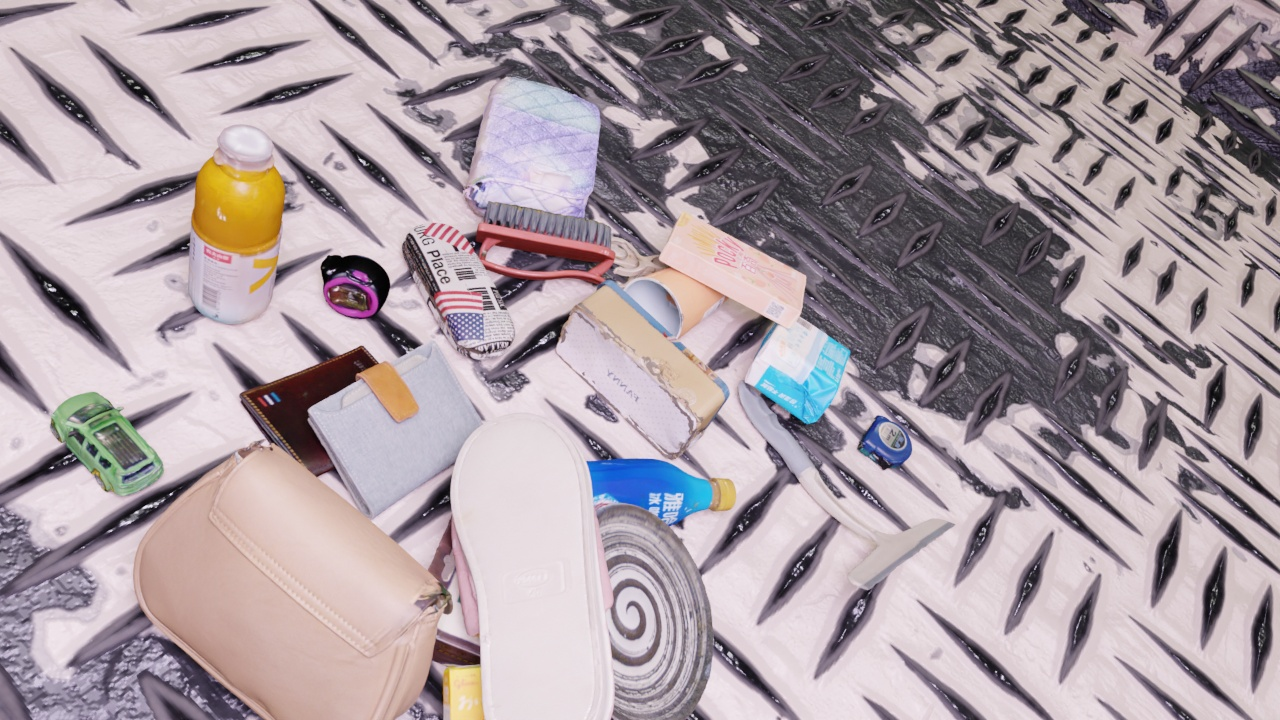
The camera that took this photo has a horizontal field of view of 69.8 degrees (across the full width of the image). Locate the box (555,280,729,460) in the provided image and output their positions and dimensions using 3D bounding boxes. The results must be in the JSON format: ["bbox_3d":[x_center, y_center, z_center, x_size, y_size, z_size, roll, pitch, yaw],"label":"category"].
[{"bbox_3d":[-0.005,0.005,0.885,0.184,0.090,0.059,46,53,11],"label":"box"}]

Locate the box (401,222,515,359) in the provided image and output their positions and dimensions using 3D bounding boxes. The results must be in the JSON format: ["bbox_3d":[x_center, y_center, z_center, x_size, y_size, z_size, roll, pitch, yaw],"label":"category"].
[{"bbox_3d":[-0.179,-0.067,0.893,0.070,0.058,0.164,-21,63,-20],"label":"box"}]

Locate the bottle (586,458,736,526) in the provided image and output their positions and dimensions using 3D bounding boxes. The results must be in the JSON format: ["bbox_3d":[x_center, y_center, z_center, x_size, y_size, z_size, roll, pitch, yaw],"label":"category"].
[{"bbox_3d":[-0.016,0.116,0.802,0.218,0.065,0.065,3,52,-25],"label":"bottle"}]

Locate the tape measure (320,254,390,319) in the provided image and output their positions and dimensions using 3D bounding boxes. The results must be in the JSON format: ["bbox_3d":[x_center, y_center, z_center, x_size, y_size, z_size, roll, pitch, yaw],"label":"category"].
[{"bbox_3d":[-0.259,-0.065,0.832,0.058,0.057,0.039,9,45,0],"label":"tape measure"}]

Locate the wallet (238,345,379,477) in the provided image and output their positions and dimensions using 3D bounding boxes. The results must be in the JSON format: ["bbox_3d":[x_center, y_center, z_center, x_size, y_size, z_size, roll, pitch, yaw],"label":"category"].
[{"bbox_3d":[-0.257,0.042,0.773,0.096,0.020,0.122,47,45,15],"label":"wallet"}]

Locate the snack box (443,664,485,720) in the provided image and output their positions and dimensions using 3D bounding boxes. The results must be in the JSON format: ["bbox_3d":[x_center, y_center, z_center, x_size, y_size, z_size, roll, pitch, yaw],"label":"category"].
[{"bbox_3d":[-0.088,0.278,0.622,0.086,0.034,0.140,3,69,-21],"label":"snack box"}]

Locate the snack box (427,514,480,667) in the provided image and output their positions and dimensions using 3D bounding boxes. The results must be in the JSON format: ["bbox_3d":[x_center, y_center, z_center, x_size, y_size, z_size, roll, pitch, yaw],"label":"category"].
[{"bbox_3d":[-0.106,0.184,0.708,0.125,0.053,0.113,24,46,-7],"label":"snack box"}]

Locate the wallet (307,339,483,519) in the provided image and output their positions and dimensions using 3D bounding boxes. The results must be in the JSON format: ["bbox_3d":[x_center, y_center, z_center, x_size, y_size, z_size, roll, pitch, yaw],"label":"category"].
[{"bbox_3d":[-0.197,0.052,0.759,0.129,0.037,0.106,-35,102,-42],"label":"wallet"}]

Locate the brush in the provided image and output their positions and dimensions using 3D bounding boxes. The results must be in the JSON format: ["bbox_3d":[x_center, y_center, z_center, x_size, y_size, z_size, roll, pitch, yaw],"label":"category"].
[{"bbox_3d":[-0.098,-0.116,0.953,0.145,0.063,0.069,9,85,-12],"label":"brush"}]

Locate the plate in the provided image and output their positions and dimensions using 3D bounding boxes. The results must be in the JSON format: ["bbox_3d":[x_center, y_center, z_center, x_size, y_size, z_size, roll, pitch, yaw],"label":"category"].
[{"bbox_3d":[-0.005,0.204,0.732,0.179,0.024,0.179,28,49,-38],"label":"plate"}]

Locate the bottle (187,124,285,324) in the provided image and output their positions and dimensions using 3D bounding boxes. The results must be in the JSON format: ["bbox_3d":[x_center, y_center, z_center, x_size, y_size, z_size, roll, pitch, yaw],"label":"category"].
[{"bbox_3d":[-0.325,-0.107,0.739,0.068,0.190,0.067,15,49,-18],"label":"bottle"}]

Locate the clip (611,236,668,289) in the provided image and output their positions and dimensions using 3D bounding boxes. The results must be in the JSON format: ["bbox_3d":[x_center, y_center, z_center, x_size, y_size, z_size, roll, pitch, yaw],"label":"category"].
[{"bbox_3d":[-0.005,-0.096,1.010,0.103,0.035,0.092,21,42,-22],"label":"clip"}]

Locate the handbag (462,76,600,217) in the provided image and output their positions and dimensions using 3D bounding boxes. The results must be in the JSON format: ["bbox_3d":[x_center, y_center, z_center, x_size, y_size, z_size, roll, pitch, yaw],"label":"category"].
[{"bbox_3d":[-0.119,-0.230,1.033,0.134,0.076,0.193,14,47,-12],"label":"handbag"}]

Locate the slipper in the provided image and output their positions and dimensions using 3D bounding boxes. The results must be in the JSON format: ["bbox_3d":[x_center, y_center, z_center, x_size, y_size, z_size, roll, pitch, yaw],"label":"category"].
[{"bbox_3d":[-0.075,0.151,0.649,0.114,0.054,0.274,-18,48,0],"label":"slipper"}]

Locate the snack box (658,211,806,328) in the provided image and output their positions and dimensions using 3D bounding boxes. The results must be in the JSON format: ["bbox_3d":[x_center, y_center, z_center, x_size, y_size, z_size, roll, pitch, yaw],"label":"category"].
[{"bbox_3d":[0.101,-0.098,0.978,0.157,0.026,0.084,28,34,-4],"label":"snack box"}]

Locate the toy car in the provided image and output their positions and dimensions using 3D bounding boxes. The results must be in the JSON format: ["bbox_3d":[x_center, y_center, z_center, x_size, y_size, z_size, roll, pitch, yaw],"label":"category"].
[{"bbox_3d":[-0.393,0.058,0.676,0.091,0.036,0.043,39,47,12],"label":"toy car"}]

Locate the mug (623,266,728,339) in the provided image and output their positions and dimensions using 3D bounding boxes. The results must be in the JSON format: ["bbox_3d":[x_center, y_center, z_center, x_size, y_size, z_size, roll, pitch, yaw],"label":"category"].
[{"bbox_3d":[0.046,-0.069,0.987,0.078,0.078,0.122,46,42,13],"label":"mug"}]

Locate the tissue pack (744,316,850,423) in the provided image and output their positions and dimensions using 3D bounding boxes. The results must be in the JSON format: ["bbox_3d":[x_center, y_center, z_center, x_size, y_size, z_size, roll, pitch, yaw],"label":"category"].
[{"bbox_3d":[0.168,0.006,0.980,0.090,0.063,0.139,34,27,3],"label":"tissue pack"}]

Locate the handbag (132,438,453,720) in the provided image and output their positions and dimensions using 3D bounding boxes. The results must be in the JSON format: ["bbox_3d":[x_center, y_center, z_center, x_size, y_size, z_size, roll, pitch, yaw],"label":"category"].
[{"bbox_3d":[-0.224,0.155,0.611,0.204,0.148,0.099,39,16,4],"label":"handbag"}]

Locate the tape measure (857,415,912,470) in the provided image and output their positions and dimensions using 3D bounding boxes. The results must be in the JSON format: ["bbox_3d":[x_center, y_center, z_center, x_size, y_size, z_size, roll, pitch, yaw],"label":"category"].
[{"bbox_3d":[0.267,0.092,1.001,0.054,0.025,0.058,40,50,5],"label":"tape measure"}]

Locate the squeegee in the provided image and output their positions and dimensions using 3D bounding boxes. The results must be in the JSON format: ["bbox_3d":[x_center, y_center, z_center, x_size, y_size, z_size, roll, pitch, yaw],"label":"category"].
[{"bbox_3d":[0.176,0.115,0.924,0.246,0.039,0.245,46,28,22],"label":"squeegee"}]
